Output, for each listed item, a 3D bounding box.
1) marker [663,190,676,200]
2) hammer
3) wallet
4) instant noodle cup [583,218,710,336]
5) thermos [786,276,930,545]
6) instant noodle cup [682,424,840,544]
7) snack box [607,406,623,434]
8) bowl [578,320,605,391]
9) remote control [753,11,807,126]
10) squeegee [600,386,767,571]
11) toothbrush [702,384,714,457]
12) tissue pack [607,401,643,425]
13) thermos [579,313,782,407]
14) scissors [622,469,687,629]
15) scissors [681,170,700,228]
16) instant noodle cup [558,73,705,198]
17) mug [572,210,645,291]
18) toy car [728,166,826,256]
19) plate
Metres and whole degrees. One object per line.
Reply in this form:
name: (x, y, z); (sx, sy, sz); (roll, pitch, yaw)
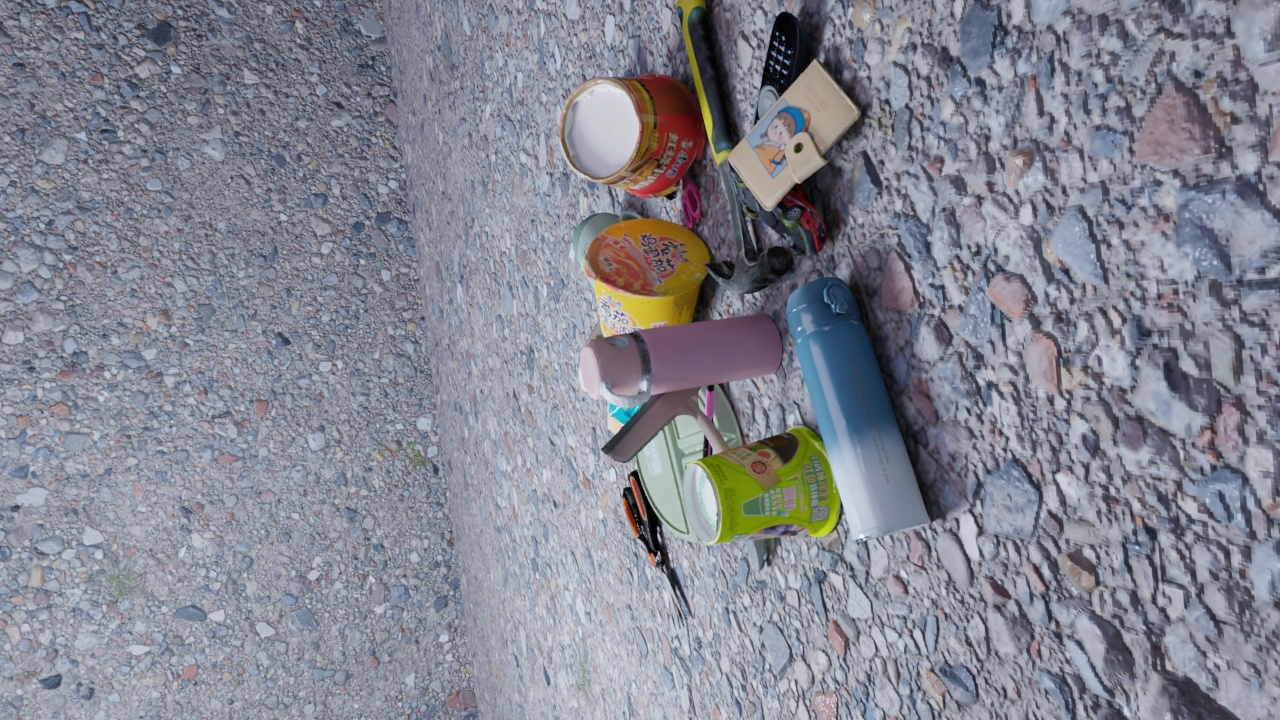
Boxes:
marker: (0.010, -0.227, 1.143); (0.132, 0.020, 0.022); (45, 167, 54)
hammer: (0.081, -0.225, 0.951); (0.126, 0.031, 0.323); (150, 110, -66)
wallet: (0.132, -0.191, 0.791); (0.115, 0.024, 0.087); (-44, 49, 26)
instant noodle cup: (0.007, -0.081, 1.062); (0.110, 0.138, 0.138); (94, 156, -47)
thermos: (0.177, 0.039, 0.766); (0.070, 0.070, 0.220); (135, 124, -63)
instant noodle cup: (0.110, 0.126, 0.882); (0.112, 0.123, 0.111); (172, 90, -68)
snack box: (-0.007, 0.075, 1.281); (0.157, 0.026, 0.084); (-156, 62, -64)
bowl: (-0.032, -0.002, 1.241); (0.062, 0.113, 0.114); (20, 126, 18)
remote control: (0.129, -0.246, 0.834); (0.053, 0.024, 0.137); (-124, 31, -43)
squeegee: (0.090, 0.122, 0.963); (0.040, 0.246, 0.250); (-10, 114, 39)
toothbrush: (0.074, 0.112, 1.034); (0.018, 0.014, 0.189); (-146, 54, -64)
tissue pack: (-0.007, 0.007, 1.123); (0.093, 0.050, 0.133); (-57, 28, 37)
thermos: (0.044, 0.002, 0.904); (0.087, 0.198, 0.067); (-125, 35, -45)
scissors: (0.019, 0.266, 1.304); (0.190, 0.021, 0.229); (174, 83, -73)
scissors: (0.050, -0.219, 1.055); (0.056, 0.017, 0.133); (129, 133, -69)
instant noodle cup: (-0.016, -0.249, 1.003); (0.138, 0.108, 0.138); (6, 101, 34)
mug: (-0.031, -0.149, 1.204); (0.112, 0.082, 0.106); (-51, 43, 21)
toy car: (0.128, -0.143, 0.835); (0.120, 0.045, 0.053); (52, 175, 37)
plate: (0.052, 0.113, 1.115); (0.230, 0.027, 0.230); (21, 114, 57)
